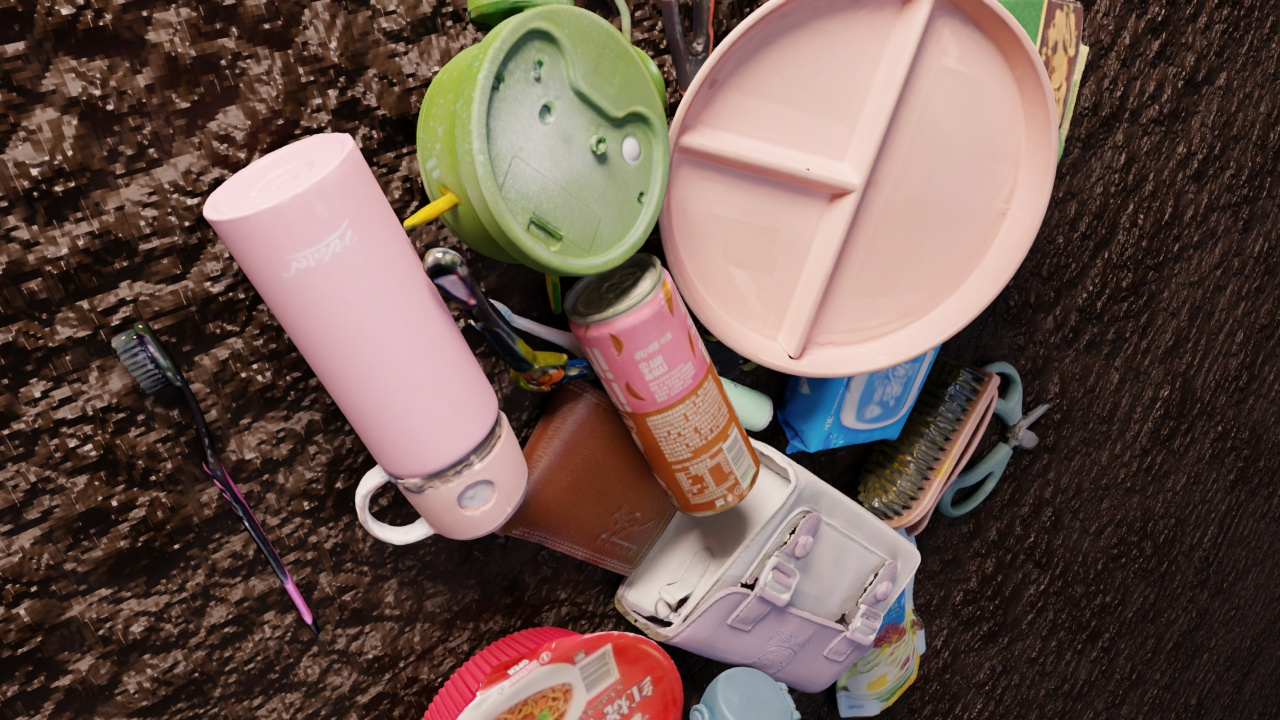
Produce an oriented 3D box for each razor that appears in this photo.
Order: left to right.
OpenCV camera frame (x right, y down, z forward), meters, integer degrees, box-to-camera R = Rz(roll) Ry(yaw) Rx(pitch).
[{"bbox_3d":[-0.064,-0.012,0.439,0.143,0.043,0.022,54,30,-60],"label":"razor"}]

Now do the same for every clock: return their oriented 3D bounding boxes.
[{"bbox_3d":[-0.040,-0.112,0.423,0.116,0.056,0.161,30,72,-44],"label":"clock"}]

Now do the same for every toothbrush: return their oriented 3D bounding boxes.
[{"bbox_3d":[-0.188,0.064,0.422,0.017,0.014,0.189,-25,124,-17],"label":"toothbrush"},{"bbox_3d":[-0.003,0.003,0.532,0.224,0.027,0.027,21,136,-38],"label":"toothbrush"}]

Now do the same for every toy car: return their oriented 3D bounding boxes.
[{"bbox_3d":[0.073,-0.034,0.578,0.106,0.031,0.049,-48,131,6],"label":"toy car"}]

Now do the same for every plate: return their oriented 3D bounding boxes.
[{"bbox_3d":[0.120,-0.098,0.514,0.229,0.028,0.230,-4,115,-8],"label":"plate"}]

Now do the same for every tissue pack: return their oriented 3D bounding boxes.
[{"bbox_3d":[0.155,-0.003,0.625,0.094,0.052,0.157,-5,124,-29],"label":"tissue pack"}]

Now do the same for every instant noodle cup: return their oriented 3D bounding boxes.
[{"bbox_3d":[-0.066,0.235,0.560,0.193,0.066,0.194,-17,120,-33],"label":"instant noodle cup"}]

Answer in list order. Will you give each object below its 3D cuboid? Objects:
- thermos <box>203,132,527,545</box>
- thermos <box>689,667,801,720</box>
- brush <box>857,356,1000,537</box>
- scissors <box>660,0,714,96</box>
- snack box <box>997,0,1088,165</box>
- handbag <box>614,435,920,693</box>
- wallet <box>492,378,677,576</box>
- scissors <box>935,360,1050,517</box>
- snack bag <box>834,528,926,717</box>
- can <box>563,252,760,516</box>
[{"bbox_3d":[-0.121,0.004,0.418,0.087,0.067,0.199,-28,127,-10],"label":"thermos"},{"bbox_3d":[0.048,0.297,0.638,0.070,0.070,0.221,-16,135,-34],"label":"thermos"},{"bbox_3d":[0.228,0.069,0.726,0.073,0.063,0.145,27,90,-30],"label":"brush"},{"bbox_3d":[0.041,-0.152,0.512,0.222,0.015,0.189,-48,131,-13],"label":"scissors"},{"bbox_3d":[0.185,-0.172,0.567,0.105,0.118,0.118,-3,110,-25],"label":"snack box"},{"bbox_3d":[0.096,0.149,0.638,0.197,0.098,0.145,33,92,-42],"label":"handbag"},{"bbox_3d":[-0.024,0.072,0.548,0.124,0.032,0.101,30,91,-42],"label":"wallet"},{"bbox_3d":[0.317,0.082,0.836,0.173,0.019,0.178,25,91,-44],"label":"scissors"},{"bbox_3d":[0.201,0.221,0.790,0.110,0.039,0.191,-25,123,-16],"label":"snack bag"},{"bbox_3d":[0.015,0.017,0.495,0.057,0.058,0.147,-40,123,-19],"label":"can"}]
